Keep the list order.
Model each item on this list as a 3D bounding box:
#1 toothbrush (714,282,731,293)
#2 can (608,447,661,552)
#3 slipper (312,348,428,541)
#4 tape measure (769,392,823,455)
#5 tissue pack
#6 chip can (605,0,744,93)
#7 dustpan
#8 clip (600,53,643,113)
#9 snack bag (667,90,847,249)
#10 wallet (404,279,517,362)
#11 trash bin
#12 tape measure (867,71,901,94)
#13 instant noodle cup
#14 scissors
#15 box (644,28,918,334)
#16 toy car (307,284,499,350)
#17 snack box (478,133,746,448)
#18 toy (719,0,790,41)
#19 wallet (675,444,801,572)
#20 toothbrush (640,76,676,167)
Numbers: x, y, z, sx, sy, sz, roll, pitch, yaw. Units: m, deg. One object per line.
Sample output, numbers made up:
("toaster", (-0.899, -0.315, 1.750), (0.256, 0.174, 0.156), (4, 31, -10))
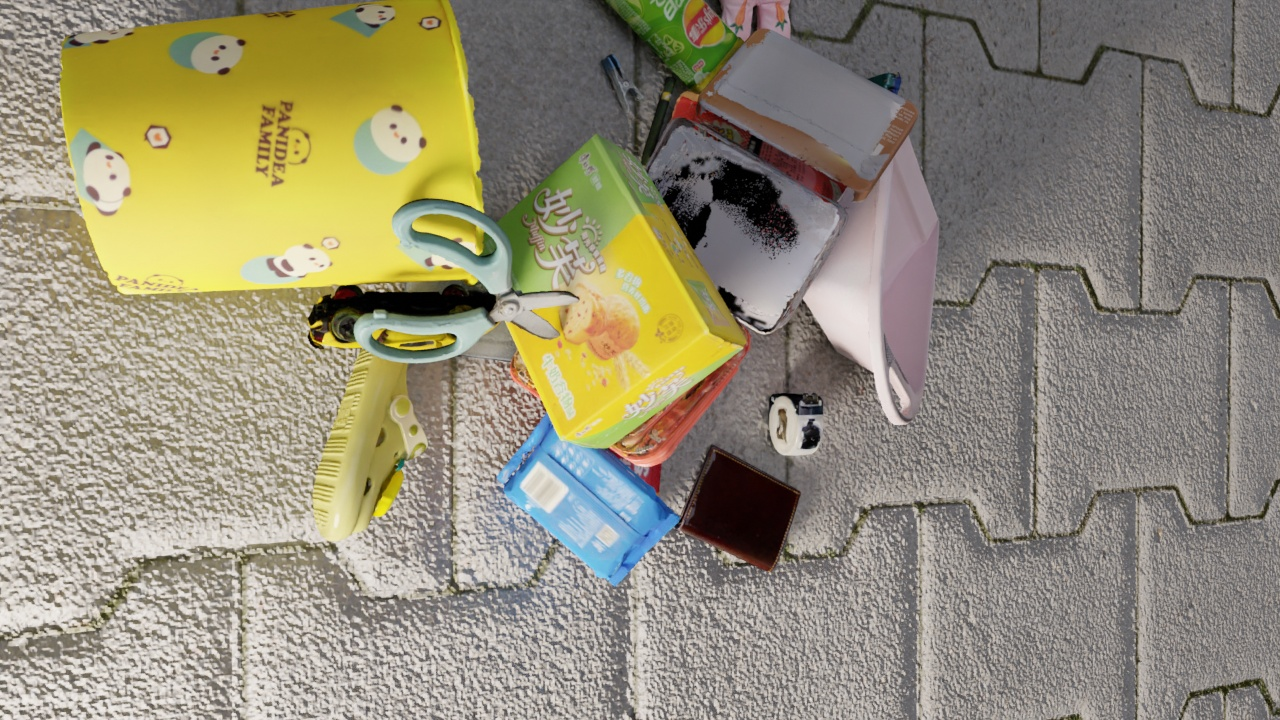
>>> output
("toothbrush", (0.051, -0.097, 0.927), (0.029, 0.021, 0.189), (-40, 117, 20))
("can", (-0.007, 0.116, 0.893), (0.053, 0.053, 0.132), (5, 88, -24))
("slipper", (-0.219, 0.064, 0.783), (0.081, 0.092, 0.190), (18, 80, -25))
("tape measure", (0.162, 0.067, 0.959), (0.033, 0.066, 0.066), (0, 89, -19))
("tissue pack", (-0.049, 0.125, 0.844), (0.157, 0.052, 0.095), (40, 96, 7))
("chip can", (0.003, -0.357, 0.881), (0.221, 0.073, 0.072), (41, 75, -19))
("dustpan", (0.273, -0.080, 0.929), (0.273, 0.139, 0.222), (-56, 142, -4))
("clip", (-0.020, -0.273, 0.900), (0.029, 0.025, 0.057), (-40, 111, -14))
("snack bag", (0.113, -0.177, 0.940), (0.207, 0.073, 0.128), (19, 95, -18))
("wallet", (-0.159, -0.051, 0.846), (0.120, 0.019, 0.097), (7, 90, -25))
("trash bin", (-0.266, -0.155, 0.694), (0.255, 0.230, 0.229), (-9, 94, -18))
("tape measure", (0.255, -0.284, 1.000), (0.025, 0.058, 0.054), (14, 89, -23))
("instant noodle cup", (-0.005, 0.005, 0.848), (0.164, 0.189, 0.079), (-49, 150, -15))
("scissors", (-0.140, -0.040, 0.688), (0.179, 0.019, 0.172), (-37, 133, 17))
("box", (0.114, -0.171, 0.829), (0.179, 0.124, 0.273), (32, 84, 10))
("toy car", (-0.188, -0.033, 0.740), (0.155, 0.071, 0.041), (-3, 115, -16))
("snack box", (-0.033, -0.056, 0.761), (0.070, 0.158, 0.210), (14, 43, -58))
("toy", (0.117, -0.394, 0.944), (0.121, 0.054, 0.159), (-11, 103, -23))
("wallet", (0.105, 0.156, 0.962), (0.122, 0.020, 0.096), (28, 75, -20))
("toothbrush", (0.008, -0.197, 0.918), (0.017, 0.012, 0.185), (20, 83, -28))
